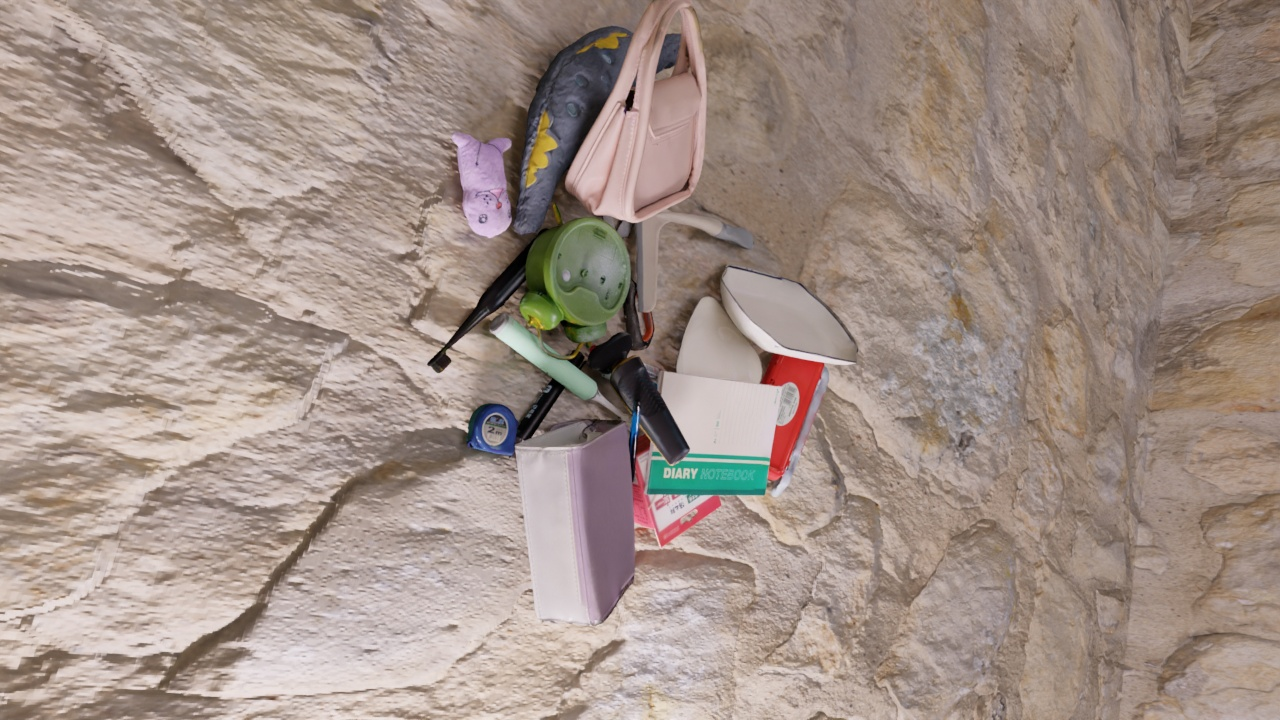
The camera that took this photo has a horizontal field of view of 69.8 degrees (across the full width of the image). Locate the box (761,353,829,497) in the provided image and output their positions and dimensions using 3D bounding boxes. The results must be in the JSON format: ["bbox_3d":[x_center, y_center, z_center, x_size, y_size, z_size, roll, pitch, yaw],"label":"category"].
[{"bbox_3d":[0.204,0.086,1.328,0.112,0.100,0.201,26,69,-5],"label":"box"}]

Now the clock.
[{"bbox_3d":[-0.074,-0.080,1.001,0.116,0.056,0.161,21,78,-44],"label":"clock"}]

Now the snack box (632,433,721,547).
[{"bbox_3d":[0.036,0.149,1.150,0.113,0.044,0.127,-27,111,-34],"label":"snack box"}]

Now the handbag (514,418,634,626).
[{"bbox_3d":[-0.066,0.172,1.019,0.144,0.099,0.197,-17,104,-62],"label":"handbag"}]

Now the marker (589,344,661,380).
[{"bbox_3d":[-0.007,0.007,1.133,0.145,0.017,0.017,21,76,-43],"label":"marker"}]

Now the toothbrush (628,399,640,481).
[{"bbox_3d":[-0.010,0.121,1.080,0.016,0.014,0.190,-31,139,-42],"label":"toothbrush"}]

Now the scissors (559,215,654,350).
[{"bbox_3d":[-0.033,-0.109,1.100,0.229,0.022,0.221,-45,121,-38],"label":"scissors"}]

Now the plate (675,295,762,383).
[{"bbox_3d":[0.095,0.015,1.206,0.163,0.034,0.163,49,47,-31],"label":"plate"}]

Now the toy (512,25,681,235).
[{"bbox_3d":[-0.048,-0.297,1.036,0.355,0.091,0.138,-51,139,-27],"label":"toy"}]

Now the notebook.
[{"bbox_3d":[0.095,0.096,1.155,0.208,0.012,0.150,7,91,-39],"label":"notebook"}]

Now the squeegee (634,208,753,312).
[{"bbox_3d":[0.087,-0.173,1.197,0.246,0.039,0.246,6,80,-48],"label":"squeegee"}]

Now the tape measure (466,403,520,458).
[{"bbox_3d":[-0.158,0.073,0.979,0.058,0.025,0.054,20,76,-44],"label":"tape measure"}]

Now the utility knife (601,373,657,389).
[{"bbox_3d":[0.024,0.046,1.164,0.209,0.018,0.034,26,73,-41],"label":"utility knife"}]

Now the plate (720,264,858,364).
[{"bbox_3d":[0.205,-0.055,1.283,0.265,0.034,0.162,7,43,-46],"label":"plate"}]

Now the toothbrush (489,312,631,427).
[{"bbox_3d":[-0.079,0.018,1.028,0.224,0.027,0.026,39,70,-32],"label":"toothbrush"}]

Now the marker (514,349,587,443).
[{"bbox_3d":[-0.102,0.042,1.037,0.022,0.020,0.131,41,60,-14],"label":"marker"}]

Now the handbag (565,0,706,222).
[{"bbox_3d":[0.015,-0.277,0.994,0.192,0.093,0.235,-42,152,-54],"label":"handbag"}]

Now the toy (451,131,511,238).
[{"bbox_3d":[-0.161,-0.183,0.961,0.083,0.039,0.108,-16,100,-52],"label":"toy"}]

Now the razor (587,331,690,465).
[{"bbox_3d":[0.002,0.048,1.064,0.062,0.068,0.167,-35,94,-20],"label":"razor"}]

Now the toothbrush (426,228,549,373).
[{"bbox_3d":[-0.155,-0.065,0.978,0.027,0.026,0.212,49,58,-20],"label":"toothbrush"}]
